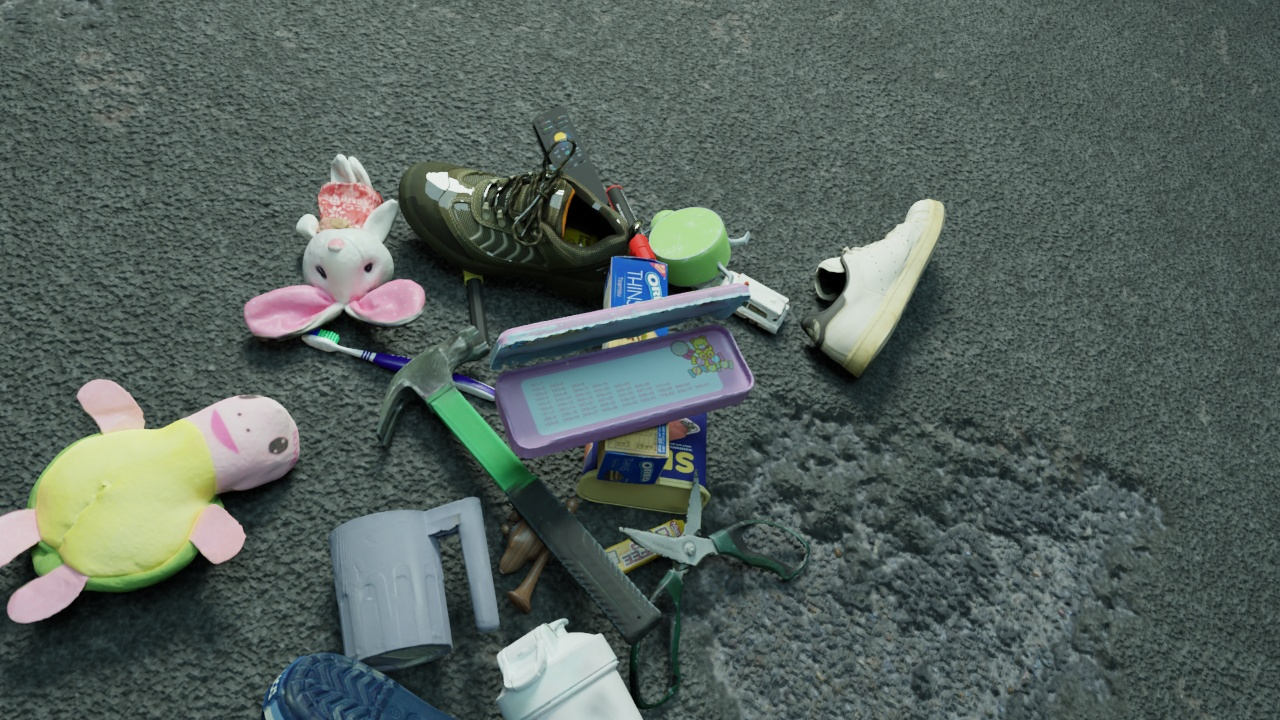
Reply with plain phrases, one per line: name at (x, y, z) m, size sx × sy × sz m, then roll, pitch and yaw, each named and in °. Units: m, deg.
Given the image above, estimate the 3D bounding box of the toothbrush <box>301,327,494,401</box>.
toothbrush at (-0.219, 0.004, 0.846) m, size 0.186 × 0.015 × 0.016 m, roll 17°, pitch 53°, yaw -5°

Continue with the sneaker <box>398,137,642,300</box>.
sneaker at (-0.108, -0.139, 0.860) m, size 0.238 × 0.143 × 0.100 m, roll 19°, pitch 63°, yaw -11°

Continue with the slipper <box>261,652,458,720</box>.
slipper at (-0.158, 0.305, 0.639) m, size 0.253 × 0.105 × 0.095 m, roll 41°, pitch 100°, yaw -5°

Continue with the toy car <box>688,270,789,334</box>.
toy car at (0.102, -0.073, 0.963) m, size 0.113 × 0.039 × 0.039 m, roll 31°, pitch 57°, yaw 4°

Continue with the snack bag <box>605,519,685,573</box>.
snack bag at (0.001, 0.166, 0.804) m, size 0.099 × 0.020 × 0.026 m, roll -19°, pitch 67°, yaw -24°

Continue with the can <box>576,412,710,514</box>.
can at (0.005, 0.081, 0.834) m, size 0.116 × 0.057 × 0.092 m, roll 10°, pitch 56°, yaw -9°

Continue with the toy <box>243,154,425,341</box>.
toy at (-0.274, -0.104, 0.857) m, size 0.159 × 0.084 × 0.194 m, roll -2°, pitch 60°, yaw 0°

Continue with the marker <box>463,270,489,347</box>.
marker at (-0.163, -0.067, 0.901) m, size 0.021 × 0.018 × 0.123 m, roll 30°, pitch 42°, yaw -53°

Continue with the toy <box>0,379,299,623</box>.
toy at (-0.376, 0.099, 0.703) m, size 0.190 × 0.088 × 0.237 m, roll 39°, pitch 55°, yaw 16°

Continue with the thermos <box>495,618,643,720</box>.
thermos at (-0.025, 0.297, 0.674) m, size 0.099 × 0.100 × 0.220 m, roll -26°, pitch 73°, yaw -27°

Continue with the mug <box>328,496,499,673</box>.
mug at (-0.173, 0.172, 0.705) m, size 0.124 × 0.084 × 0.104 m, roll -18°, pitch 64°, yaw 4°

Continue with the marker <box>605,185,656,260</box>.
marker at (-0.012, -0.139, 0.959) m, size 0.021 × 0.024 × 0.145 m, roll 17°, pitch 33°, yaw -31°

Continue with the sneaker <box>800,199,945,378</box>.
sneaker at (0.247, -0.092, 0.994) m, size 0.102 × 0.089 × 0.240 m, roll 27°, pitch 60°, yaw 12°

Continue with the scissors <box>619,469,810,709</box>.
scissors at (0.060, 0.200, 0.782) m, size 0.201 × 0.015 × 0.201 m, roll 19°, pitch 75°, yaw -26°

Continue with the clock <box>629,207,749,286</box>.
clock at (0.045, -0.119, 0.959) m, size 0.119 × 0.042 × 0.094 m, roll 3°, pitch 51°, yaw 24°

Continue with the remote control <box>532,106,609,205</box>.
remote control at (-0.077, -0.220, 1.014) m, size 0.041 × 0.020 × 0.151 m, roll -24°, pitch 66°, yaw 0°

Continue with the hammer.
hammer at (-0.100, 0.106, 0.761) m, size 0.130 × 0.032 × 0.319 m, roll -36°, pitch 64°, yaw -23°

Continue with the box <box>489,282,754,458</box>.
box at (-0.007, -0.003, 0.724) m, size 0.213 × 0.093 × 0.089 m, roll -13°, pitch 61°, yaw -20°

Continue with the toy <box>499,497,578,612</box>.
toy at (-0.094, 0.153, 0.772) m, size 0.055 × 0.042 × 0.101 m, roll 19°, pitch 62°, yaw 18°

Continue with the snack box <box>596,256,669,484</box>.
snack box at (-0.005, 0.005, 0.812) m, size 0.057 × 0.056 × 0.206 m, roll 6°, pitch 56°, yaw -8°

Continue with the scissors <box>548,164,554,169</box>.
scissors at (-0.103, -0.147, 0.965) m, size 0.124 × 0.019 × 0.155 m, roll 6°, pitch 62°, yaw -7°
